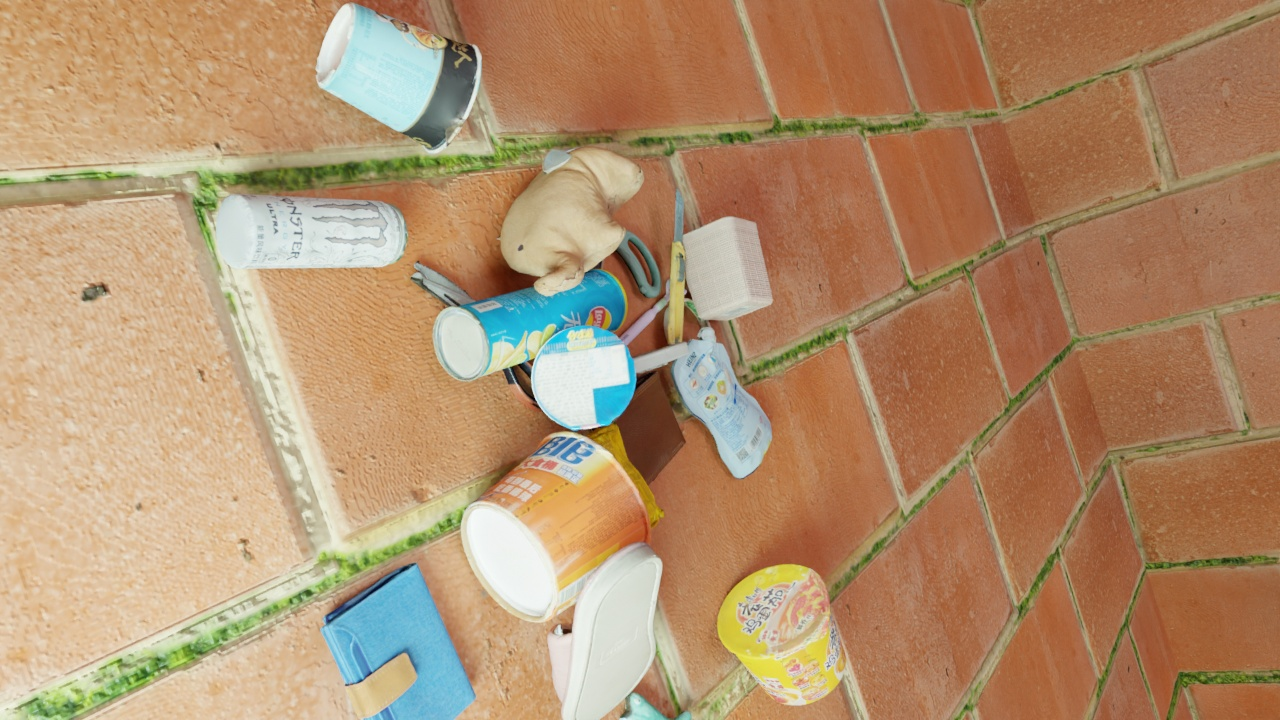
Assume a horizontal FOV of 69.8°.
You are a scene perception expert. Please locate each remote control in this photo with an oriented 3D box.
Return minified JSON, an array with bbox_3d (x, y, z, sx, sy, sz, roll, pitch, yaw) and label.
[{"bbox_3d":[-0.006,0.006,1.034,0.149,0.058,0.021,-19,93,-51],"label":"remote control"}]

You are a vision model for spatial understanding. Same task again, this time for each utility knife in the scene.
[{"bbox_3d":[0.044,-0.109,1.137,0.031,0.022,0.219,24,60,-54],"label":"utility knife"}]

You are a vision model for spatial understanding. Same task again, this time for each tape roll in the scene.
[{"bbox_3d":[0.061,-0.037,1.166,0.085,0.014,0.085,21,61,-44],"label":"tape roll"}]

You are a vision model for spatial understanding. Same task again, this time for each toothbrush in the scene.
[{"bbox_3d":[0.005,-0.049,1.098,0.029,0.021,0.188,36,42,6],"label":"toothbrush"}]

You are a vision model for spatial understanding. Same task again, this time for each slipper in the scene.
[{"bbox_3d":[-0.034,0.244,0.817,0.114,0.054,0.275,-31,147,-29],"label":"slipper"}]

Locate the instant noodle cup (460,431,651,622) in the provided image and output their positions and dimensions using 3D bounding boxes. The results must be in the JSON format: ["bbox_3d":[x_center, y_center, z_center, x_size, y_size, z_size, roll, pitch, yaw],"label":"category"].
[{"bbox_3d":[-0.082,0.155,0.828,0.111,0.152,0.151,-32,102,-42],"label":"instant noodle cup"}]

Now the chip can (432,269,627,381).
[{"bbox_3d":[-0.102,-0.038,0.900,0.209,0.071,0.071,-23,94,-51],"label":"chip can"}]

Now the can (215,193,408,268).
[{"bbox_3d":[-0.269,-0.106,0.759,0.146,0.058,0.058,-8,83,-51],"label":"can"}]

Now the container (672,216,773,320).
[{"bbox_3d":[0.110,-0.114,1.181,0.089,0.090,0.111,-2,75,-58],"label":"container"}]

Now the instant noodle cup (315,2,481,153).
[{"bbox_3d":[-0.225,-0.263,0.839,0.120,0.111,0.111,18,63,-38],"label":"instant noodle cup"}]

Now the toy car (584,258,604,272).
[{"bbox_3d":[-0.057,-0.127,1.015,0.042,0.035,0.090,26,57,-34],"label":"toy car"}]

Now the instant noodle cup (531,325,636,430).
[{"bbox_3d":[-0.050,0.026,0.900,0.110,0.099,0.099,75,7,-79],"label":"instant noodle cup"}]

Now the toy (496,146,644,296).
[{"bbox_3d":[-0.080,-0.132,0.933,0.082,0.144,0.225,56,37,-38],"label":"toy"}]

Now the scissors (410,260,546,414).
[{"bbox_3d":[-0.144,-0.017,0.911,0.206,0.015,0.192,-8,84,-51],"label":"scissors"}]

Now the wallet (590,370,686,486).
[{"bbox_3d":[0.001,0.081,1.040,0.124,0.032,0.101,-41,111,-48],"label":"wallet"}]

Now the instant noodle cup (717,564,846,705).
[{"bbox_3d":[0.173,0.328,1.081,0.110,0.138,0.137,62,39,-26],"label":"instant noodle cup"}]

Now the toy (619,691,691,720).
[{"bbox_3d":[0.007,0.382,0.939,0.092,0.030,0.096,48,52,-21],"label":"toy"}]

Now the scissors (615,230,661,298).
[{"bbox_3d":[-0.032,-0.116,1.077,0.179,0.019,0.170,28,56,-38],"label":"scissors"}]

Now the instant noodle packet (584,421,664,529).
[{"bbox_3d":[-0.042,0.135,0.948,0.110,0.044,0.128,-33,101,-38],"label":"instant noodle packet"}]

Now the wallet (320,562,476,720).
[{"bbox_3d":[-0.193,0.245,0.741,0.106,0.040,0.133,-31,100,-55],"label":"wallet"}]

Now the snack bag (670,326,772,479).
[{"bbox_3d":[0.103,0.052,1.158,0.110,0.039,0.191,-52,121,-30],"label":"snack bag"}]
